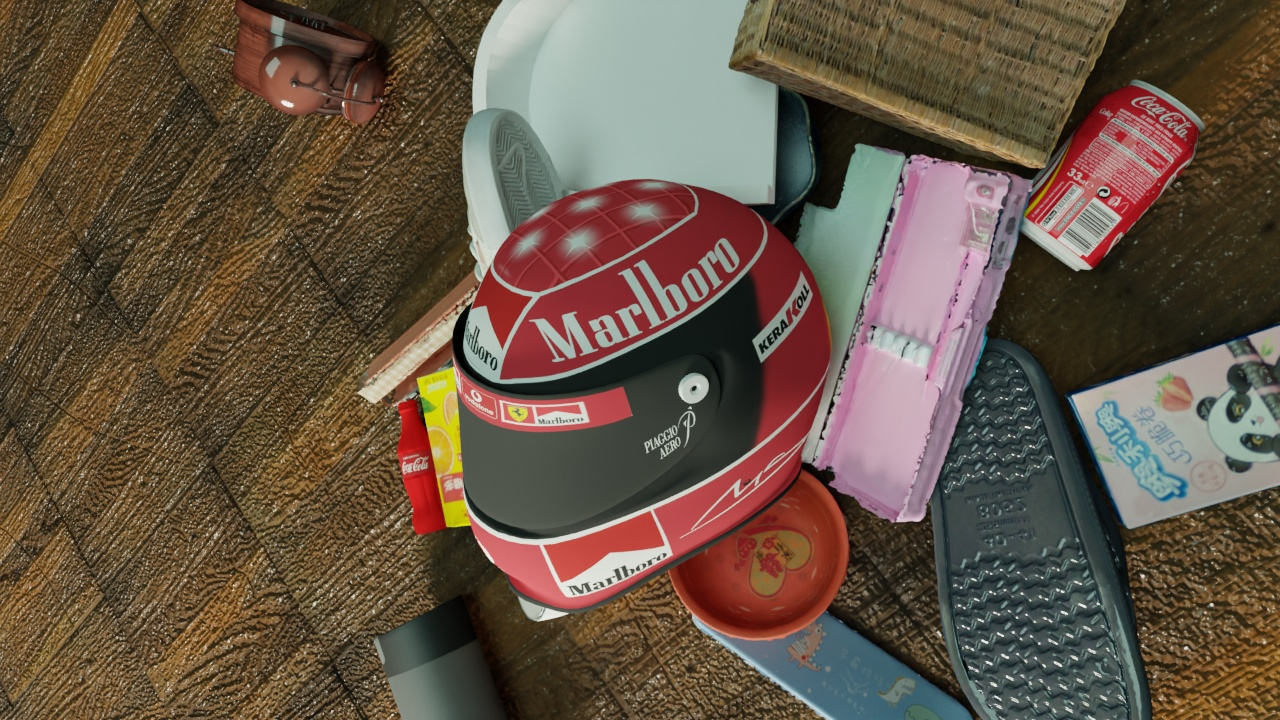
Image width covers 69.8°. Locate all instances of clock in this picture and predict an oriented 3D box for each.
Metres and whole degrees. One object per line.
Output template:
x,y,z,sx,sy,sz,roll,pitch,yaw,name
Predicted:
-0.293,-0.262,0.811,0.158,0.120,0.072,34,114,29,clock

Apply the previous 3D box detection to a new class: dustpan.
-0.022,-0.208,0.677,0.258,0.053,0.191,5,96,41,dustpan

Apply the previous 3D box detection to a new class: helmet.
-0.010,0.003,0.591,0.197,0.270,0.225,42,157,54,helmet

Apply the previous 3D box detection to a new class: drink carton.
-0.149,0.074,0.792,0.059,0.042,0.134,-15,86,42,drink carton

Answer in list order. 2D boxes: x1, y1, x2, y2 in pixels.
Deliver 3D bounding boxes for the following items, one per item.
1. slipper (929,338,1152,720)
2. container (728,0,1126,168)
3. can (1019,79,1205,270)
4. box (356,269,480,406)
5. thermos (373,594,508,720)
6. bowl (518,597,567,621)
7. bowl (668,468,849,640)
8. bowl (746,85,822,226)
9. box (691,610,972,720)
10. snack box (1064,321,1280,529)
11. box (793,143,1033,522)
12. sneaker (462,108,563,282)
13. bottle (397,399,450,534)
0.249,0.119,0.590,0.111,0.083,0.267,-22,65,35,slipper
0.160,-0.201,0.549,0.198,0.112,0.114,18,101,-10,container
0.283,-0.112,0.561,0.064,0.064,0.105,43,109,18,can
-0.175,-0.019,0.814,0.189,0.064,0.056,-35,41,26,box
-0.150,0.331,0.786,0.082,0.082,0.240,-27,81,25,thermos
-0.062,0.146,0.732,0.114,0.063,0.113,178,90,-67,bowl
0.085,0.138,0.667,0.131,0.045,0.130,-6,66,13,bowl
0.089,-0.143,0.656,0.111,0.055,0.110,4,96,42,bowl
0.132,0.219,0.656,0.210,0.058,0.068,31,102,21,box
0.347,0.034,0.544,0.154,0.033,0.088,-22,82,17,snack box
0.157,-0.026,0.625,0.159,0.035,0.230,31,112,49,box
-0.099,-0.068,0.698,0.091,0.089,0.242,1,125,27,sneaker
-0.197,0.094,0.824,0.036,0.036,0.119,-16,85,26,bottle
